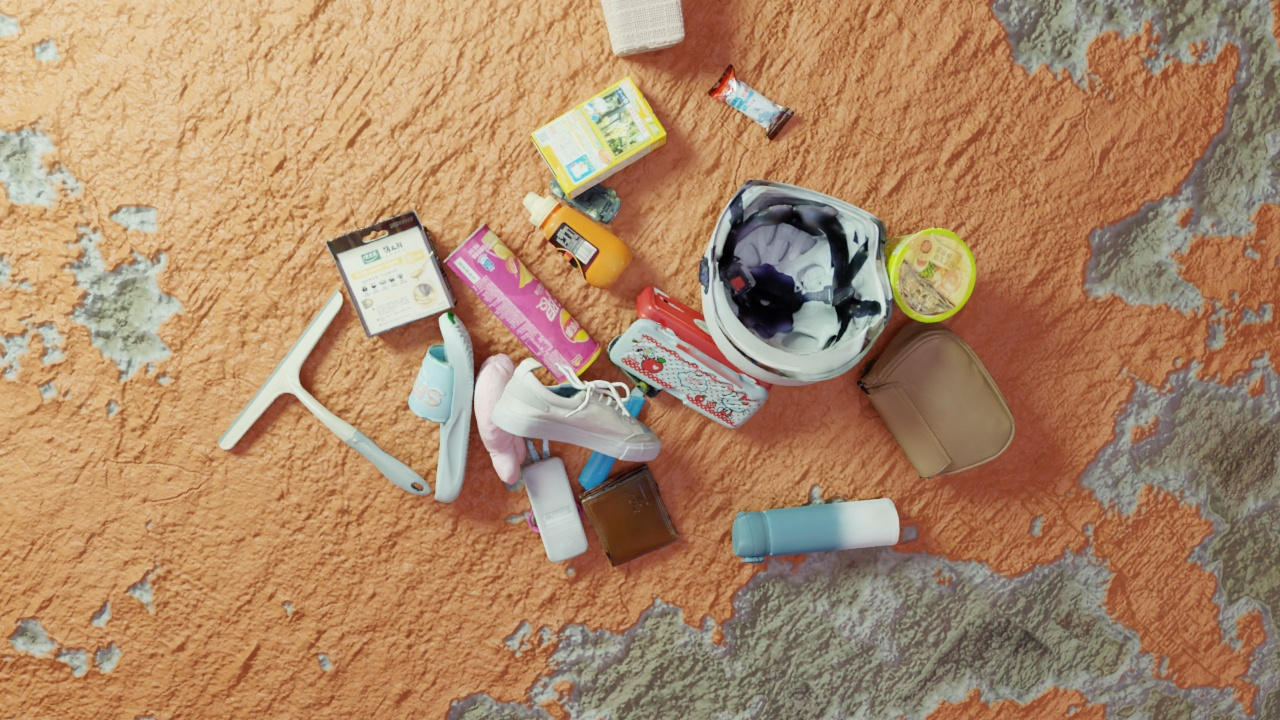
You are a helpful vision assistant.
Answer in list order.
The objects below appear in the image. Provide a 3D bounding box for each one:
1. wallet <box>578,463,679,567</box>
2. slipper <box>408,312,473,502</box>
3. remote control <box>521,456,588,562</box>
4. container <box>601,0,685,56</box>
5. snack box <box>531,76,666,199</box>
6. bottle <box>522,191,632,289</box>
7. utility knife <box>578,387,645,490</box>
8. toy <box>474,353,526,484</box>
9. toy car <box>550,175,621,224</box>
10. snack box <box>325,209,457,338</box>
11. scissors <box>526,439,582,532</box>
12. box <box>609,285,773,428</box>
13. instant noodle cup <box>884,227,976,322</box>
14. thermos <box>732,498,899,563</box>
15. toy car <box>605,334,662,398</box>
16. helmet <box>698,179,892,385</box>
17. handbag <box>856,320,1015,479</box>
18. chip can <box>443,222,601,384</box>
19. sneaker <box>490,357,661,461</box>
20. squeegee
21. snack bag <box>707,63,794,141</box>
[{"bbox_3d":[-0.013,0.206,1.207,0.101,0.032,0.124,-25,113,-6],"label":"wallet"},{"bbox_3d":[-0.245,0.058,1.119,0.074,0.104,0.246,3,108,-13],"label":"slipper"},{"bbox_3d":[-0.110,0.193,1.186,0.056,0.020,0.136,-19,102,-11],"label":"remote control"},{"bbox_3d":[0.000,-0.416,1.060,0.090,0.090,0.111,-12,105,-5],"label":"container"},{"bbox_3d":[-0.049,-0.266,1.095,0.140,0.034,0.087,-32,85,-2],"label":"snack box"},{"bbox_3d":[-0.082,-0.152,1.119,0.149,0.066,0.067,39,94,-6],"label":"bottle"},{"bbox_3d":[-0.034,0.101,1.196,0.034,0.018,0.159,26,96,-24],"label":"utility knife"},{"bbox_3d":[-0.169,0.071,1.123,0.054,0.121,0.160,-5,113,6],"label":"toy"},{"bbox_3d":[-0.067,-0.201,1.121,0.090,0.034,0.043,31,87,2],"label":"toy car"},{"bbox_3d":[-0.297,-0.104,1.103,0.113,0.053,0.126,-20,103,-3],"label":"snack box"},{"bbox_3d":[-0.112,0.159,1.201,0.083,0.017,0.138,-2,98,-6],"label":"scissors"},{"bbox_3d":[0.064,0.003,1.156,0.201,0.095,0.102,30,112,-16],"label":"box"},{"bbox_3d":[0.333,-0.111,1.142,0.111,0.123,0.112,-3,101,-13],"label":"instant noodle cup"},{"bbox_3d":[0.232,0.228,1.232,0.220,0.070,0.070,-5,102,-6],"label":"thermos"},{"bbox_3d":[-0.007,0.007,1.167,0.090,0.035,0.042,46,65,-14],"label":"toy car"},{"bbox_3d":[0.170,-0.077,1.103,0.229,0.146,0.258,11,69,-8],"label":"helmet"},{"bbox_3d":[0.386,0.050,1.201,0.148,0.099,0.204,-34,104,8],"label":"handbag"},{"bbox_3d":[-0.142,-0.068,1.121,0.071,0.071,0.210,-42,103,2],"label":"chip can"},{"bbox_3d":[-0.063,0.057,1.099,0.242,0.089,0.091,18,97,-41],"label":"sneaker"},{"bbox_3d":[-0.356,0.086,1.114,0.246,0.039,0.246,40,95,0],"label":"squeegee"},{"bbox_3d":[0.136,-0.317,1.128,0.104,0.026,0.048,35,107,-12],"label":"snack bag"}]
